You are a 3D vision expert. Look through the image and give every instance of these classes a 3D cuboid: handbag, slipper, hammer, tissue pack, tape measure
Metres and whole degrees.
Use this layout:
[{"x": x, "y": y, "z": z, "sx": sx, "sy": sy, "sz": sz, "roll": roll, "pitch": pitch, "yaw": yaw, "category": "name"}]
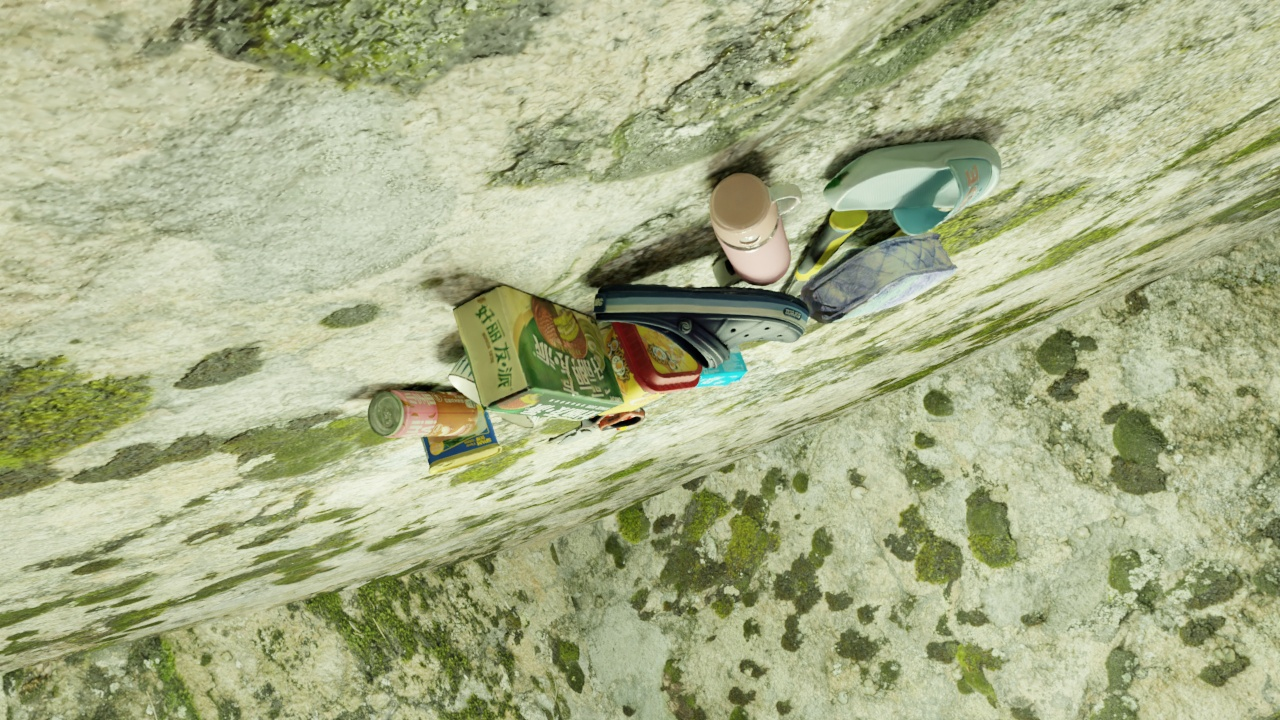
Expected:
[{"x": 0.302, "y": -0.106, "z": 1.157, "sx": 0.193, "sy": 0.075, "sz": 0.135, "roll": -13, "pitch": 163, "yaw": -49, "category": "handbag"}, {"x": 0.072, "y": -0.038, "z": 1.022, "sx": 0.252, "sy": 0.095, "sz": 0.105, "roll": 4, "pitch": -177, "yaw": -15, "category": "slipper"}, {"x": 0.298, "y": -0.179, "z": 0.970, "sx": 0.244, "sy": 0.074, "sz": 0.104, "roll": -9, "pitch": 162, "yaw": -34, "category": "slipper"}, {"x": 0.216, "y": -0.116, "z": 1.187, "sx": 0.126, "sy": 0.032, "sz": 0.324, "roll": -18, "pitch": 167, "yaw": -10, "category": "hammer"}, {"x": 0.087, "y": -0.007, "z": 1.304, "sx": 0.139, "sy": 0.090, "sz": 0.063, "roll": -5, "pitch": 160, "yaw": -47, "category": "tissue pack"}, {"x": 0.120, "y": -0.107, "z": 1.080, "sx": 0.066, "sy": 0.033, "sz": 0.066, "roll": -20, "pitch": 165, "yaw": -12, "category": "tape measure"}]

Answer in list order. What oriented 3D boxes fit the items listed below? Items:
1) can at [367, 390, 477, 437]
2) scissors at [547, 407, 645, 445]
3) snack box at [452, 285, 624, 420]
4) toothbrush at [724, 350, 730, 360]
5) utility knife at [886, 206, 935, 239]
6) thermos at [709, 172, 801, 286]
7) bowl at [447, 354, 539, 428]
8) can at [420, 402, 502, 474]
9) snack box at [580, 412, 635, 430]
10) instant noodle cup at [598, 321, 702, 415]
[{"x": -0.270, "y": 0.067, "z": 1.152, "sx": 0.058, "sy": 0.058, "sz": 0.147, "roll": -26, "pitch": 165, "yaw": 25, "category": "can"}, {"x": -0.084, "y": 0.097, "z": 1.395, "sx": 0.206, "sy": 0.015, "sz": 0.197, "roll": -5, "pitch": 157, "yaw": 15, "category": "scissors"}, {"x": -0.104, "y": -0.001, "z": 1.004, "sx": 0.063, "sy": 0.114, "sz": 0.240, "roll": -24, "pitch": 165, "yaw": 17, "category": "snack box"}, {"x": 0.090, "y": -0.045, "z": 1.203, "sx": 0.012, "sy": 0.017, "sz": 0.186, "roll": -5, "pitch": 153, "yaw": 19, "category": "toothbrush"}, {"x": 0.340, "y": -0.159, "z": 1.225, "sx": 0.031, "sy": 0.021, "sz": 0.199, "roll": -20, "pitch": 173, "yaw": -19, "category": "utility knife"}, {"x": 0.120, "y": -0.131, "z": 0.914, "sx": 0.087, "sy": 0.067, "sz": 0.198, "roll": -15, "pitch": 167, "yaw": 9, "category": "thermos"}, {"x": -0.159, "y": 0.022, "z": 1.073, "sx": 0.066, "sy": 0.116, "sz": 0.117, "roll": -60, "pitch": 178, "yaw": -17, "category": "bowl"}, {"x": -0.250, "y": 0.099, "z": 1.252, "sx": 0.102, "sy": 0.083, "sz": 0.057, "roll": -16, "pitch": 166, "yaw": -17, "category": "can"}, {"x": -0.052, "y": 0.065, "z": 1.433, "sx": 0.080, "sy": 0.082, "sz": 0.091, "roll": -1, "pitch": 160, "yaw": -19, "category": "snack box"}, {"x": -0.007, "y": 0.007, "z": 1.153, "sx": 0.115, "sy": 0.116, "sz": 0.124, "roll": -5, "pitch": 155, "yaw": -48, "category": "instant noodle cup"}]
